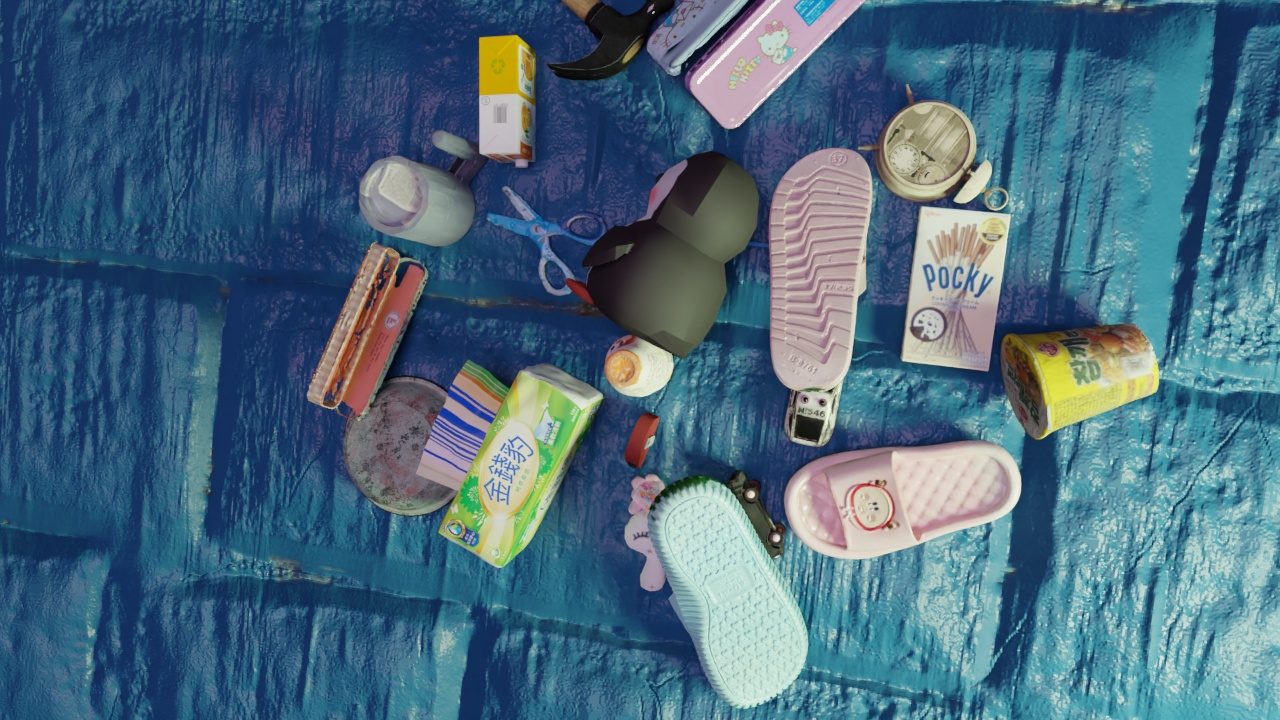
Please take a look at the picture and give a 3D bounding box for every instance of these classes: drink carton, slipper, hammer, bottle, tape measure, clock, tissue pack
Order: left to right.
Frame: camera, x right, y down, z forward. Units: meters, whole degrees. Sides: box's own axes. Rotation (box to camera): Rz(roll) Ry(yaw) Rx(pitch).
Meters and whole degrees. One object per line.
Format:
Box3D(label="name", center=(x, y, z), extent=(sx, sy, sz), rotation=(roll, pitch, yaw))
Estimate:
Box3D(label="tissue pack", center=(-0.147, 0.088, 0.942), extent=(0.141, 0.120, 0.197), rotation=(28, 92, 7))
Box3D(label="drink carton", center=(-0.136, -0.264, 0.946), extent=(0.040, 0.058, 0.122), rotation=(1, 93, 12))
Box3D(label="hammer", center=(-0.119, -0.415, 0.948), extent=(0.305, 0.040, 0.132), rotation=(44, 98, 8))
Box3D(label="bottle", center=(-0.005, 0.005, 0.906), extent=(0.063, 0.108, 0.063), rotation=(1, 93, 13))
Box3D(label="tape measure", center=(0.001, 0.084, 0.938), extent=(0.019, 0.051, 0.059), rotation=(22, 97, 10))
Box3D(label="slipper", center=(0.083, 0.223, 0.905), extent=(0.116, 0.069, 0.276), rotation=(-24, 111, 1))
Box3D(label="slipper", center=(0.170, -0.085, 0.886), extent=(0.094, 0.064, 0.239), rotation=(4, 81, 16))
Box3D(label="slipper", center=(0.251, 0.134, 0.883), extent=(0.222, 0.055, 0.107), rotation=(-13, 92, 12))
Box3D(label="clock", center=(0.283, -0.187, 0.859), extent=(0.141, 0.054, 0.093), rotation=(39, 100, 10))

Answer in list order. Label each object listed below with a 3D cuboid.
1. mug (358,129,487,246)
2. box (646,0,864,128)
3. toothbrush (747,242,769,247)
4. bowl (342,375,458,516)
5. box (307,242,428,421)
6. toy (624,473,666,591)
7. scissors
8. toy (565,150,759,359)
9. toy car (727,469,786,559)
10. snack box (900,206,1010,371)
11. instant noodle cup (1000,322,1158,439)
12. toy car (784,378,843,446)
Box3D(label="mug", center=(-0.217, -0.179, 0.946), extent=(0.084, 0.104, 0.124), rotation=(43, 101, 8))
Box3D(label="box", center=(0.115, -0.343, 0.888), extent=(0.214, 0.062, 0.140), rotation=(-44, 80, 11))
Box3D(label="toothbrush", center=(0.052, -0.120, 0.934), extent=(0.167, 0.016, 0.014), rotation=(7, 97, 12))
Box3D(label="bowl", center=(-0.263, 0.096, 1.004), extent=(0.157, 0.038, 0.157), rotation=(1, 93, 13))
Box3D(label="box", center=(-0.290, -0.030, 0.974), extent=(0.076, 0.055, 0.187), rotation=(23, 83, -21))
Box3D(label="toy", center=(0.021, 0.178, 0.944), extent=(0.076, 0.037, 0.125), rotation=(-13, 97, 5))
Box3D(label="scissors", center=(-0.096, -0.143, 0.969), extent=(0.113, 0.013, 0.140), rotation=(-40, 83, 13))
Box3D(label="toy", center=(0.044, -0.103, 0.858), extent=(0.184, 0.159, 0.140), rotation=(-57, 45, 10))
Box3D(label="toy car", center=(0.114, 0.155, 0.921), extent=(0.037, 0.040, 0.092), rotation=(-30, 88, 13))
Box3D(label="snack box", center=(0.299, -0.069, 0.876), extent=(0.082, 0.026, 0.150), rotation=(7, 95, 13))
Box3D(label="instant noodle cup", center=(0.396, 0.012, 0.828), extent=(0.108, 0.102, 0.102), rotation=(-14, 90, 4))
Box3D(label="toy car", center=(0.173, 0.028, 0.902), extent=(0.048, 0.040, 0.113), rotation=(11, 95, 11))
